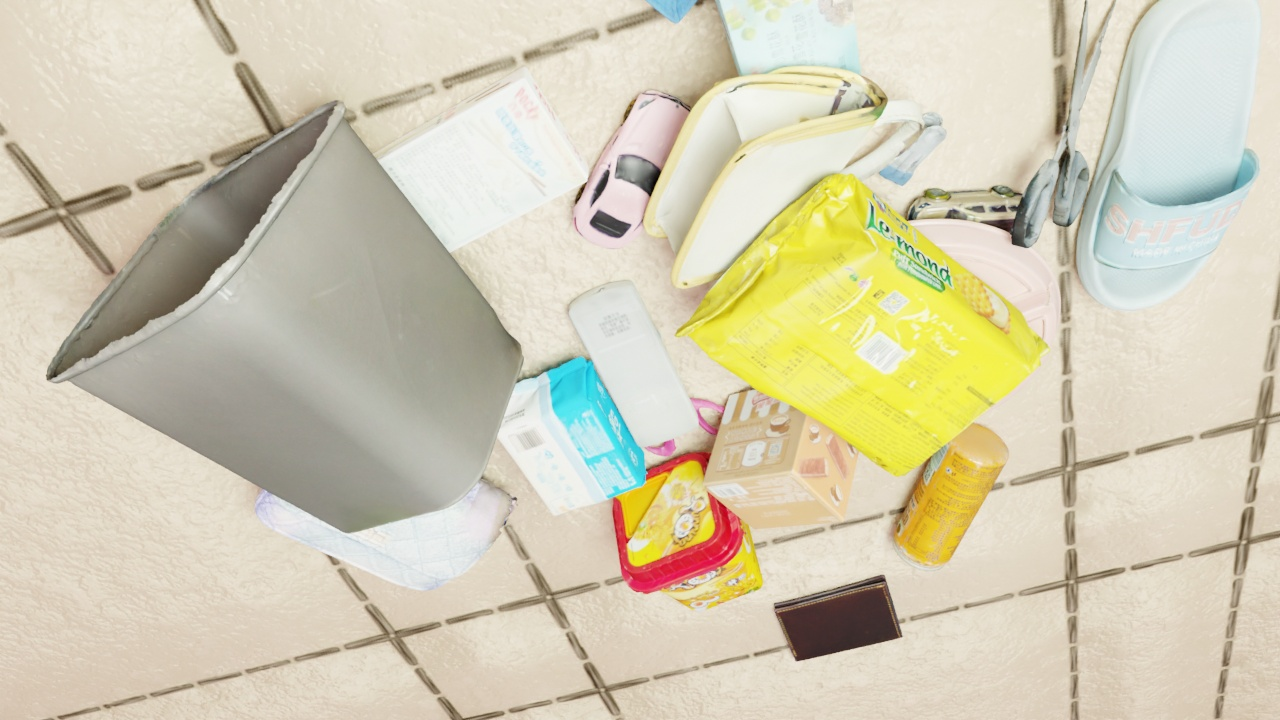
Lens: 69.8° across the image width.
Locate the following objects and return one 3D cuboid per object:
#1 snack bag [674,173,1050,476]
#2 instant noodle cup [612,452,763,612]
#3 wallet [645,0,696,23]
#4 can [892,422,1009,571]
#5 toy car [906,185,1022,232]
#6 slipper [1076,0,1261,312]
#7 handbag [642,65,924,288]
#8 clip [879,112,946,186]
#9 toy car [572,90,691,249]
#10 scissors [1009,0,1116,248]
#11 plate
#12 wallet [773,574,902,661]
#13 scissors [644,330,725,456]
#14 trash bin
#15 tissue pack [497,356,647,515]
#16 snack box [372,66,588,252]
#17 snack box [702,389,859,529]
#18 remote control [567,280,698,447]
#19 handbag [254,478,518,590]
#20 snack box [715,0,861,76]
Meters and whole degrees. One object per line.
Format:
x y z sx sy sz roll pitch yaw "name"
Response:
0.164 -0.014 0.651 0.246 0.068 0.158 30 119 -27 "snack bag"
0.050 0.165 0.839 0.116 0.116 0.123 -25 136 15 "instant noodle cup"
0.024 -0.283 0.540 0.106 0.040 0.133 33 120 -21 "wallet"
0.285 0.128 0.852 0.058 0.058 0.146 7 126 -9 "can"
0.247 -0.105 0.690 0.090 0.035 0.042 -2 126 0 "toy car"
0.384 -0.138 0.650 0.104 0.074 0.246 -8 126 1 "slipper"
0.101 -0.130 0.621 0.178 0.063 0.164 -17 159 -23 "handbag"
0.198 -0.151 0.662 0.024 0.029 0.057 24 129 -18 "clip"
-0.005 -0.131 0.652 0.056 0.037 0.123 22 121 -21 "toy car"
0.299 -0.158 0.643 0.159 0.014 0.173 -58 140 -5 "scissors"
0.219 -0.014 0.737 0.229 0.028 0.230 1 135 1 "plate"
0.214 0.280 0.988 0.122 0.020 0.096 -18 121 11 "wallet"
0.015 0.033 0.791 0.105 0.017 0.136 -37 116 23 "scissors"
-0.215 -0.012 0.615 0.199 0.198 0.220 -17 131 31 "trash bin"
-0.058 0.064 0.778 0.090 0.063 0.140 -20 125 13 "tissue pack"
-0.124 -0.131 0.649 0.157 0.026 0.085 -25 124 14 "snack box"
0.120 0.079 0.761 0.093 0.094 0.077 -16 133 43 "snack box"
-0.004 0.004 0.754 0.058 0.021 0.150 -20 118 12 "remote control"
-0.225 0.125 0.806 0.194 0.075 0.134 31 119 -25 "handbag"
0.080 -0.222 0.537 0.074 0.051 0.175 -20 153 10 "snack box"
